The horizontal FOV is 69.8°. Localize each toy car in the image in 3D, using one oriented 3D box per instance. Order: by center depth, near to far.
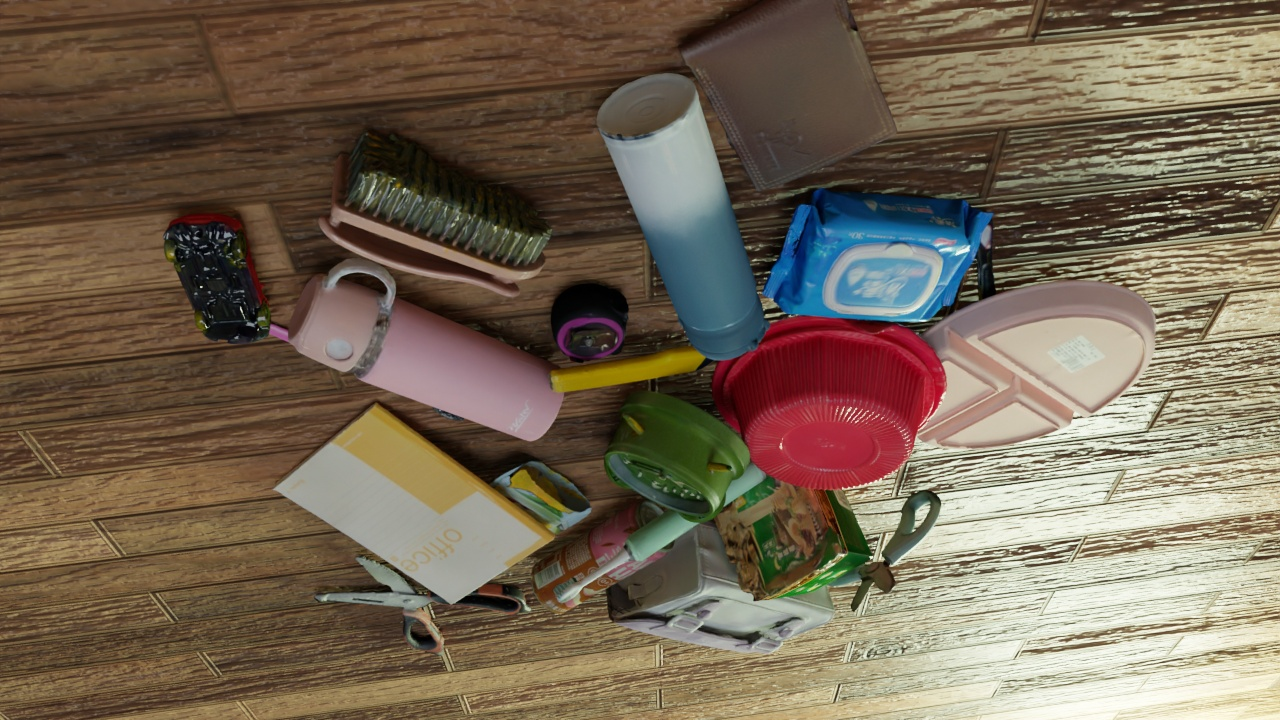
[{"bbox_3d":[-0.283,-0.053,0.622,0.049,0.031,0.106,-4,135,-6],"label":"toy car"}]

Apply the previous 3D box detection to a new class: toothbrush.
[{"bbox_3d":[-0.216,0.008,0.710,0.189,0.017,0.014,27,127,-31],"label":"toothbrush"},{"bbox_3d":[0.019,0.156,0.840,0.224,0.027,0.026,-32,127,-11],"label":"toothbrush"}]

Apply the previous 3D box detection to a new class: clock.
[{"bbox_3d":[0.025,0.087,0.774,0.116,0.056,0.161,27,157,7],"label":"clock"}]

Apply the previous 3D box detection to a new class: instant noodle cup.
[{"bbox_3d":[0.153,0.046,0.752,0.194,0.065,0.194,6,140,4],"label":"instant noodle cup"}]

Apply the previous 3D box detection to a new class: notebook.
[{"bbox_3d":[-0.199,0.134,0.816,0.146,0.010,0.206,-35,118,25],"label":"notebook"}]

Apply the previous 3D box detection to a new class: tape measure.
[{"bbox_3d":[-0.038,-0.027,0.689,0.058,0.039,0.057,2,135,-12],"label":"tape measure"}]

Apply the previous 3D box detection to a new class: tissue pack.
[{"bbox_3d":[0.175,-0.073,0.671,0.157,0.052,0.095,2,135,-12],"label":"tissue pack"}]

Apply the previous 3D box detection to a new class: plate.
[{"bbox_3d":[0.324,0.015,0.787,0.229,0.028,0.230,-4,144,-3],"label":"plate"}]

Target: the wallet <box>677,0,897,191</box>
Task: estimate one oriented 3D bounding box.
[{"bbox_3d":[0.093,-0.170,0.573,0.101,0.032,0.124,-24,134,17],"label":"wallet"}]

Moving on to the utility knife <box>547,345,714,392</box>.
[{"bbox_3d":[-0.004,0.004,0.715,0.154,0.015,0.033,-8,150,-31],"label":"utility knife"}]

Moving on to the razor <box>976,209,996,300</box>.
[{"bbox_3d":[0.272,-0.062,0.724,0.043,0.022,0.143,-18,136,6],"label":"razor"}]

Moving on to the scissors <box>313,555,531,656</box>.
[{"bbox_3d":[-0.224,0.255,0.964,0.189,0.015,0.223,-16,137,6],"label":"scissors"}]

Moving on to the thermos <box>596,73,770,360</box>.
[{"bbox_3d":[0.034,-0.085,0.626,0.070,0.070,0.221,-17,136,7],"label":"thermos"}]

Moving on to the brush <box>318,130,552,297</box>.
[{"bbox_3d":[-0.128,-0.086,0.596,0.145,0.063,0.073,19,125,-30],"label":"brush"}]

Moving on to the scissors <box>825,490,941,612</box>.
[{"bbox_3d":[0.244,0.181,0.906,0.178,0.173,0.019,-39,94,0],"label":"scissors"}]

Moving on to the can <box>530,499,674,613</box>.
[{"bbox_3d":[-0.039,0.195,0.905,0.148,0.057,0.058,-34,131,24],"label":"can"}]

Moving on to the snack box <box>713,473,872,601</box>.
[{"bbox_3d":[0.156,0.165,0.884,0.105,0.118,0.118,19,131,-43],"label":"snack box"}]

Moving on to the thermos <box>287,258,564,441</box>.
[{"bbox_3d":[-0.148,-0.008,0.672,0.198,0.067,0.087,26,118,-31],"label":"thermos"}]

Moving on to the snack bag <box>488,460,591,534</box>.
[{"bbox_3d":[-0.148,0.161,0.867,0.191,0.038,0.110,-32,138,23],"label":"snack bag"}]

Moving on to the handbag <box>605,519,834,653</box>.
[{"bbox_3d":[0.082,0.245,0.956,0.197,0.098,0.145,23,136,-33],"label":"handbag"}]
